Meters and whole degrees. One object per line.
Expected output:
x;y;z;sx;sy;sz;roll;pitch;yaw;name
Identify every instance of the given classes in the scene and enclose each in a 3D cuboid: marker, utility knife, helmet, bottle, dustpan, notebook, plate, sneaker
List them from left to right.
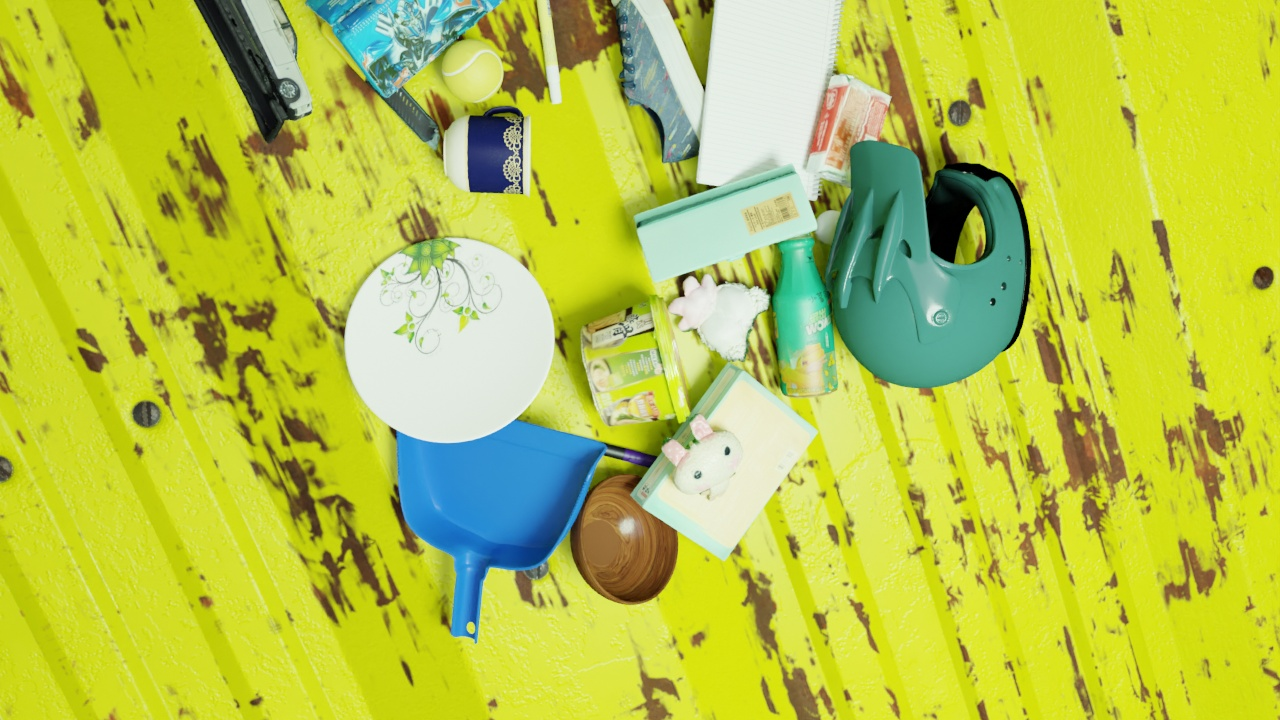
-0.278;-0.299;0.995;0.029;0.020;0.172;-42;100;-1;utility knife
-0.211;-0.022;1.025;0.229;0.030;0.229;0;82;-2;plate
-0.174;0.193;1.029;0.246;0.059;0.258;13;106;17;dustpan
-0.102;-0.353;1.015;0.014;0.014;0.132;-8;99;-7;marker
-0.034;0.108;1.087;0.134;0.018;0.015;15;115;-10;marker
0.008;-0.324;1.003;0.079;0.087;0.235;-29;104;2;sneaker
0.149;-0.311;1.022;0.177;0.013;0.245;1;98;-33;notebook
0.188;-0.064;1.069;0.068;0.068;0.210;-8;99;-7;bottle
0.305;-0.103;1.017;0.200;0.176;0.275;-7;105;-21;helmet

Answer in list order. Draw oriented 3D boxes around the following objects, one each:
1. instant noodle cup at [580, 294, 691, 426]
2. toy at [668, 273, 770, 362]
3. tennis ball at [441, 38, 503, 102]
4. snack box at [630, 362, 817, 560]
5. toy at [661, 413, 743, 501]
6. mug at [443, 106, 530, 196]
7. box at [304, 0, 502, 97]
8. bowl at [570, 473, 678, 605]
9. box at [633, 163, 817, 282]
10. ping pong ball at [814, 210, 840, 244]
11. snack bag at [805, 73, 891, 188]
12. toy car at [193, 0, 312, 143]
-0.006;0.006;1.018;0.098;0.146;0.146;-13;99;5;instant noodle cup
0.089;-0.057;1.071;0.109;0.041;0.096;25;93;-4;toy
-0.180;-0.310;0.984;0.065;0.065;0.065;-1;98;-8;tennis ball
0.101;0.120;1.071;0.141;0.044;0.193;37;89;-28;snack box
0.074;0.114;1.009;0.087;0.050;0.112;-35;109;-10;toy
-0.165;-0.233;0.996;0.089;0.086;0.111;1;62;-6;mug
-0.225;-0.408;0.969;0.243;0.094;0.115;-42;61;-6;box
-0.032;0.210;1.067;0.147;0.069;0.147;15;67;-39;bowl
0.094;-0.138;1.008;0.188;0.077;0.092;-17;65;5;box
0.224;-0.156;1.075;0.040;0.040;0.040;-1;98;-8;ping pong ball
0.239;-0.260;1.055;0.077;0.036;0.116;12;95;-31;snack bag
-0.396;-0.334;0.949;0.071;0.094;0.192;-29;101;-25;toy car
